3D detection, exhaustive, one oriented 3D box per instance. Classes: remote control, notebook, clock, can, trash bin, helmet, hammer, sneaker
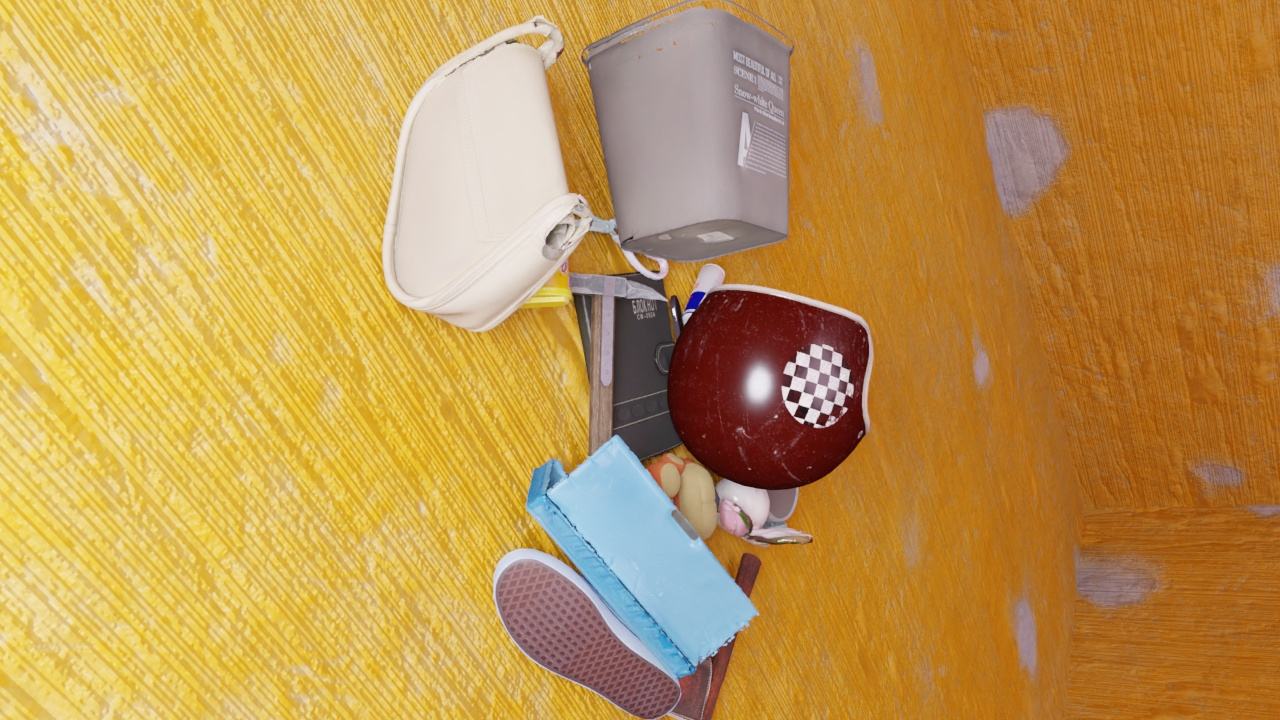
[{"bbox_3d":[0.051,-0.018,1.115,0.046,0.009,0.124,-29,109,-79],"label":"remote control"},{"bbox_3d":[-0.006,0.006,1.028,0.169,0.030,0.209,-13,97,-55],"label":"notebook"},{"bbox_3d":[0.167,0.171,1.235,0.122,0.045,0.159,36,54,-46],"label":"clock"},{"bbox_3d":[0.080,-0.080,1.162,0.032,0.032,0.095,54,44,-35],"label":"can"},{"bbox_3d":[0.061,-0.237,1.009,0.197,0.198,0.220,4,79,-52],"label":"trash bin"},{"bbox_3d":[0.147,0.018,1.033,0.233,0.234,0.253,20,81,-31],"label":"helmet"},{"bbox_3d":[-0.037,0.070,0.942,0.146,0.028,0.316,3,87,-32],"label":"hammer"},{"bbox_3d":[-0.102,-0.104,0.869,0.067,0.068,0.105,2,82,-55],"label":"can"},{"bbox_3d":[-0.059,0.251,0.887,0.241,0.083,0.098,47,3,-26],"label":"sneaker"},{"bbox_3d":[0.093,0.367,1.096,0.111,0.028,0.299,54,46,-36],"label":"hammer"}]

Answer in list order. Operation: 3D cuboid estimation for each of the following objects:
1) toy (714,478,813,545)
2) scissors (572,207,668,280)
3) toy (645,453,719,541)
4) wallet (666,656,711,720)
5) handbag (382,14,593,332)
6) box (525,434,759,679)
[{"bbox_3d":[0.119,0.152,1.141,0.131,0.106,0.205,26,36,-30],"label":"toy"},{"bbox_3d":[-0.026,-0.131,1.015,0.178,0.016,0.108,-4,72,-55],"label":"scissors"},{"bbox_3d":[0.037,0.157,1.006,0.176,0.096,0.112,22,62,-82],"label":"toy"},{"bbox_3d":[0.025,0.341,0.990,0.123,0.020,0.072,32,57,-32],"label":"wallet"},{"bbox_3d":[-0.113,-0.146,0.777,0.131,0.184,0.228,22,50,-55],"label":"handbag"},{"bbox_3d":[0.006,0.175,0.868,0.231,0.110,0.094,52,9,-12],"label":"box"}]
